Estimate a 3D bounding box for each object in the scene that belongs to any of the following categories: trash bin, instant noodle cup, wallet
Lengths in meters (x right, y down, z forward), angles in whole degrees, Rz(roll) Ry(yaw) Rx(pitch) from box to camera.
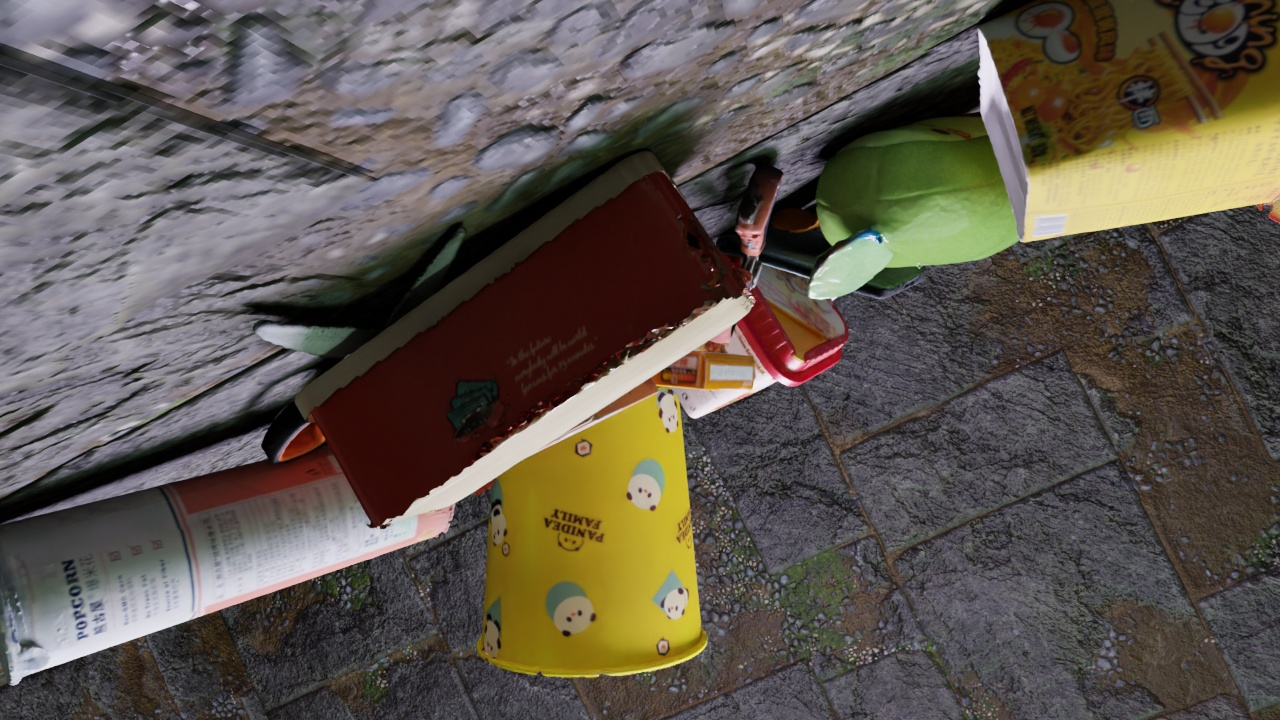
[{"bbox_3d":[-0.051,0.155,0.918,0.229,0.255,0.229,-2,179,0],"label":"trash bin"},{"bbox_3d":[0.083,-0.019,0.747,0.124,0.116,0.116,-37,170,39],"label":"instant noodle cup"},{"bbox_3d":[0.212,-0.111,0.379,0.124,0.116,0.116,-15,160,17],"label":"instant noodle cup"},{"bbox_3d":[0.125,-0.068,0.623,0.121,0.019,0.097,21,-157,27],"label":"wallet"}]

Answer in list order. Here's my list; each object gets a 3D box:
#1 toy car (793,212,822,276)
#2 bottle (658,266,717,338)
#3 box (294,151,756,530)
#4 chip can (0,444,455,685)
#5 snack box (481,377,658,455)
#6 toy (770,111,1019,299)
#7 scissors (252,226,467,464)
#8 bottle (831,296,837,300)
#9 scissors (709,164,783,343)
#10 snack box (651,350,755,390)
[{"bbox_3d":[0.152,-0.106,0.732,0.056,0.037,0.122,-28,-171,42],"label":"toy car"},{"bbox_3d":[0.022,-0.038,0.577,0.057,0.057,0.175,-26,177,6],"label":"bottle"},{"bbox_3d":[-0.037,0.003,0.367,0.168,0.079,0.091,-33,173,9],"label":"box"},{"bbox_3d":[-0.203,0.088,0.466,0.214,0.071,0.071,-14,170,-40],"label":"chip can"},{"bbox_3d":[-0.059,0.011,0.561,0.093,0.077,0.094,-27,178,24],"label":"snack box"},{"bbox_3d":[0.183,-0.101,0.549,0.228,0.090,0.246,-11,-177,38],"label":"toy"},{"bbox_3d":[-0.108,-0.008,0.410,0.222,0.021,0.223,-35,174,36],"label":"scissors"},{"bbox_3d":[0.175,-0.091,0.886,0.068,0.068,0.196,-27,180,26],"label":"bottle"},{"bbox_3d":[0.056,-0.040,0.523,0.207,0.015,0.194,100,11,-49],"label":"scissors"},{"bbox_3d":[-0.004,0.004,0.643,0.154,0.026,0.075,4,180,34],"label":"snack box"}]
